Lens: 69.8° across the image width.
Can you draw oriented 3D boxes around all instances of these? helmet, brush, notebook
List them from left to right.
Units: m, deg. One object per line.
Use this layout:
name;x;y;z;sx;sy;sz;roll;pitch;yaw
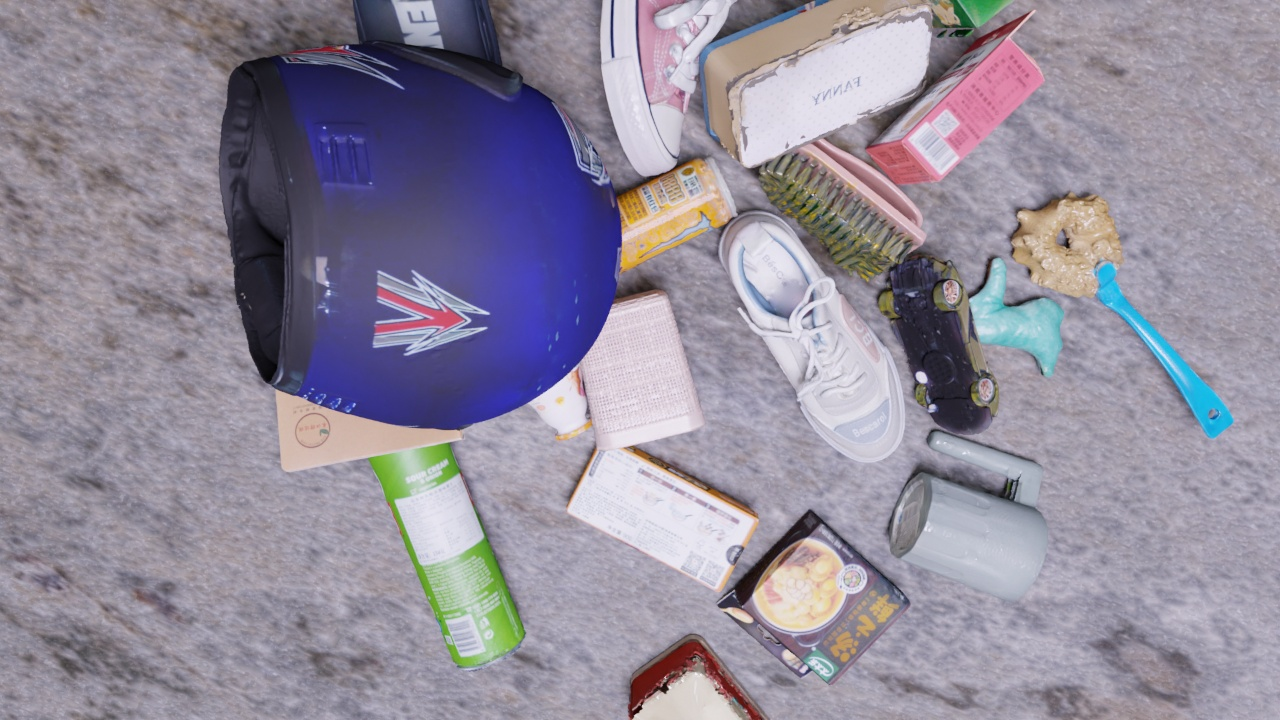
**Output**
notebook;-0.227;-0.024;0.745;0.148;0.008;0.207;-10;76;2
helmet;-0.147;-0.092;0.635;0.240;0.315;0.248;-3;118;-31
brush;0.160;-0.133;0.743;0.145;0.063;0.073;38;69;-5
brush;0.406;-0.036;0.760;0.083;0.046;0.254;-41;93;2

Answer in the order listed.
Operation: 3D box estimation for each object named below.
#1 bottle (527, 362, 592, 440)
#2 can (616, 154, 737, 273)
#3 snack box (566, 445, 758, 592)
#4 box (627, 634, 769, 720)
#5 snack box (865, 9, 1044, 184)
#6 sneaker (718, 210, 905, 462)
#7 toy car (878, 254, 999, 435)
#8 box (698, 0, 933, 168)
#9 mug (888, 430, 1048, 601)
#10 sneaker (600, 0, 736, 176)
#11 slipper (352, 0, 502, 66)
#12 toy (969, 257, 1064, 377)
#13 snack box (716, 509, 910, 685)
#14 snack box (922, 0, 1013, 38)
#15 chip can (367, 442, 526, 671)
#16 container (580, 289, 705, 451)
bottle;-0.077;0.012;0.766;0.063;0.063;0.108;-24;100;5
can;0.001;-0.111;0.745;0.146;0.058;0.058;-25;100;5
snack box;0.019;0.132;0.797;0.154;0.026;0.075;27;97;3
box;0.069;0.342;0.823;0.091;0.080;0.168;-37;99;8
snack box;0.244;-0.194;0.700;0.127;0.113;0.044;-44;96;8
sneaker;0.148;-0.015;0.747;0.089;0.090;0.242;-33;100;7
toy car;0.251;-0.011;0.762;0.042;0.070;0.158;-28;103;-30
box;0.127;-0.214;0.690;0.184;0.059;0.090;-22;142;-9
mug;0.283;0.131;0.789;0.103;0.084;0.123;19;74;-3
sneaker;0.026;-0.263;0.694;0.088;0.118;0.241;2;96;21
slipper;-0.178;-0.286;0.700;0.111;0.083;0.268;-10;100;4
toy;0.314;-0.037;0.774;0.092;0.030;0.096;6;95;-3
snack box;0.152;0.217;0.817;0.113;0.053;0.125;42;93;-7
snack box;0.245;-0.317;0.685;0.117;0.118;0.105;-38;111;7
chip can;-0.171;0.146;0.789;0.072;0.072;0.236;-19;101;4
container;-0.004;0.004;0.754;0.090;0.090;0.111;-14;97;3
